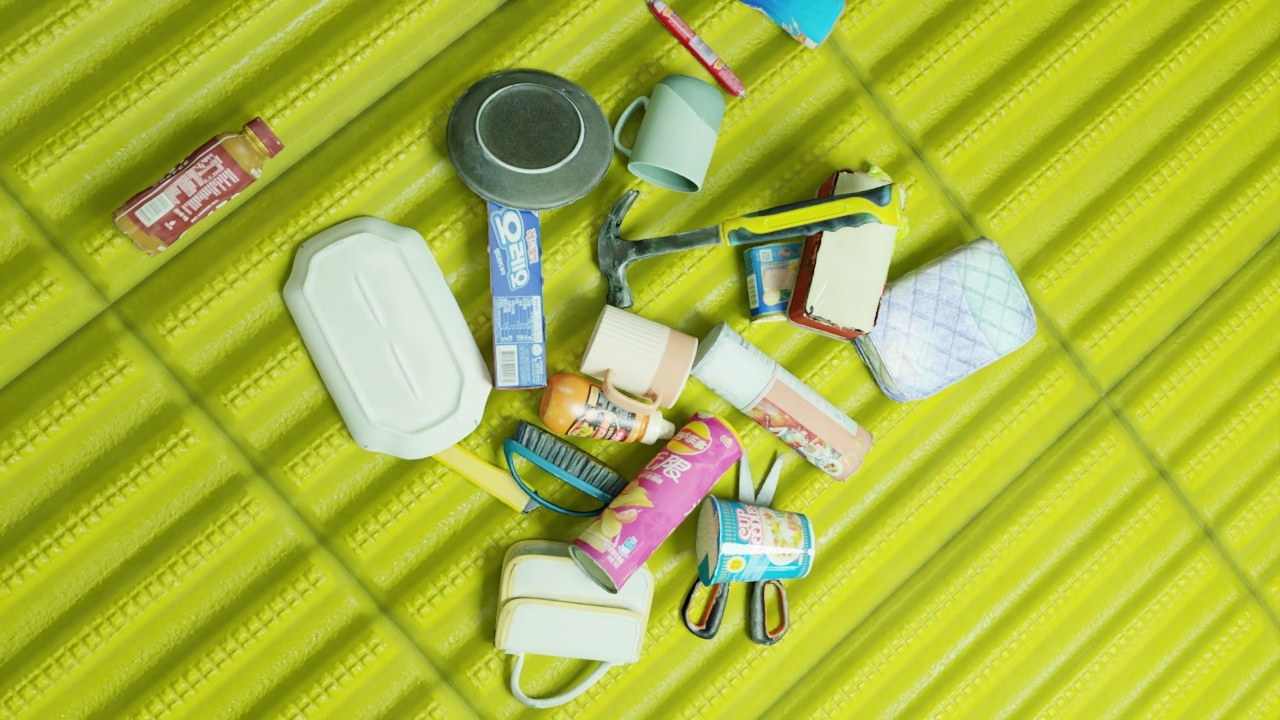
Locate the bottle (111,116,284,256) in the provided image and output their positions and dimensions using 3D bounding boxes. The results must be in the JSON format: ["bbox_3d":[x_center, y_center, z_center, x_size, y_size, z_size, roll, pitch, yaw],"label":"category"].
[{"bbox_3d":[-0.444,-0.180,0.930,0.174,0.057,0.057,-40,96,-7],"label":"bottle"}]

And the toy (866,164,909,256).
[{"bbox_3d":[0.267,-0.170,1.059,0.100,0.031,0.096,36,86,-8],"label":"toy"}]

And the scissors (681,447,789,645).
[{"bbox_3d":[0.111,0.217,1.036,0.198,0.022,0.227,-22,94,-8],"label":"scissors"}]

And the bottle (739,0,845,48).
[{"bbox_3d":[0.123,-0.431,1.019,0.218,0.065,0.065,31,85,-8],"label":"bottle"}]

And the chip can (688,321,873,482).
[{"bbox_3d":[0.156,0.047,1.020,0.214,0.071,0.071,36,84,-8],"label":"chip can"}]

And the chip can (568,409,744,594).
[{"bbox_3d":[0.020,0.146,0.966,0.071,0.072,0.210,48,65,-6],"label":"chip can"}]

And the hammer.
[{"bbox_3d":[0.105,-0.139,0.958,0.324,0.031,0.126,-8,91,21],"label":"hammer"}]

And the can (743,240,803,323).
[{"bbox_3d":[0.169,-0.089,1.031,0.102,0.057,0.083,-6,88,-10],"label":"can"}]

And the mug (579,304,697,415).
[{"bbox_3d":[-0.006,0.006,0.978,0.106,0.082,0.114,22,47,-6],"label":"mug"}]

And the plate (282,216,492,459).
[{"bbox_3d":[-0.265,-0.025,0.962,0.162,0.034,0.265,-25,90,-10],"label":"plate"}]

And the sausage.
[{"bbox_3d":[0.065,-0.352,1.033,0.156,0.020,0.020,44,83,-6],"label":"sausage"}]

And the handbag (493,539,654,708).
[{"bbox_3d":[-0.075,0.292,0.990,0.163,0.063,0.179,8,92,-8],"label":"handbag"}]

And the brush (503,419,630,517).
[{"bbox_3d":[-0.085,0.125,0.987,0.144,0.055,0.073,31,81,-8],"label":"brush"}]

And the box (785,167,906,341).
[{"bbox_3d":[0.223,-0.112,0.973,0.091,0.077,0.168,16,83,-7],"label":"box"}]

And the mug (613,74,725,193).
[{"bbox_3d":[0.029,-0.251,1.000,0.112,0.082,0.106,17,87,15],"label":"mug"}]

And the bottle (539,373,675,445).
[{"bbox_3d":[-0.032,0.060,0.997,0.149,0.067,0.066,16,87,-16],"label":"bottle"}]

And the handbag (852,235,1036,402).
[{"bbox_3d":[0.340,-0.044,1.050,0.193,0.076,0.134,-26,89,-10],"label":"handbag"}]

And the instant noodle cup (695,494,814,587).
[{"bbox_3d":[0.124,0.196,0.990,0.110,0.099,0.099,4,89,-10],"label":"instant noodle cup"}]

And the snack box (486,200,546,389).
[{"bbox_3d":[-0.133,-0.073,0.980,0.057,0.058,0.207,-3,90,-10],"label":"snack box"}]

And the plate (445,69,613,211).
[{"bbox_3d":[-0.116,-0.241,0.970,0.179,0.024,0.179,3,67,-7],"label":"plate"}]

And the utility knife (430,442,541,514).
[{"bbox_3d":[-0.178,0.116,0.993,0.167,0.015,0.033,34,79,-6],"label":"utility knife"}]
